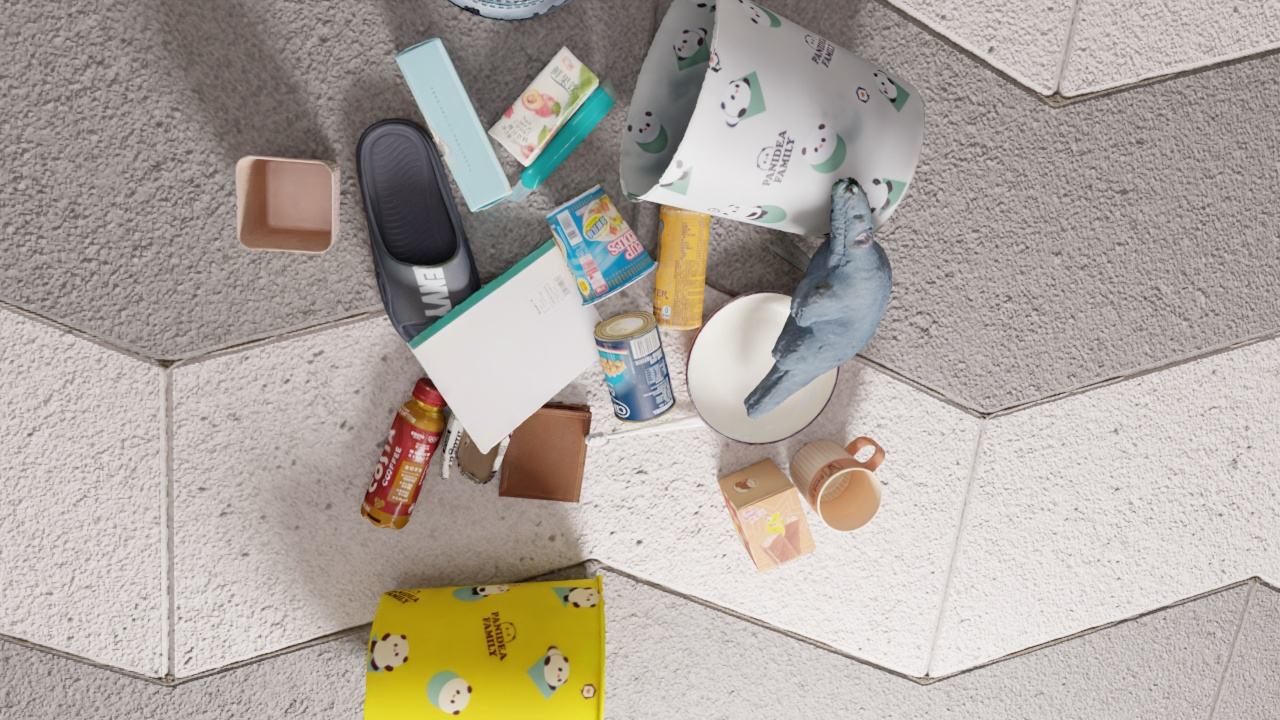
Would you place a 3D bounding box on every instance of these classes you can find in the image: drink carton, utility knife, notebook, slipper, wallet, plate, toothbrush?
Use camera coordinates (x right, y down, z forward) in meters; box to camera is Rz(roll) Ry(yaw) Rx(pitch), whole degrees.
[{"bbox_3d":[-0.103,-0.271,0.986,0.053,0.045,0.122,42,93,-6],"label":"drink carton"},{"bbox_3d":[-0.087,-0.240,1.015,0.029,0.013,0.174,43,94,-15],"label":"utility knife"},{"bbox_3d":[-0.136,-0.019,1.018,0.208,0.012,0.150,-40,112,-25],"label":"notebook"},{"bbox_3d":[-0.241,-0.123,0.984,0.110,0.083,0.268,-14,106,-5],"label":"slipper"},{"bbox_3d":[-0.115,0.110,1.099,0.101,0.032,0.125,6,103,-9],"label":"wallet"},{"bbox_3d":[0.144,0.007,1.113,0.192,0.039,0.192,-3,106,-10],"label":"plate"},{"bbox_3d":[0.020,0.082,1.107,0.180,0.016,0.016,-9,105,-20],"label":"toothbrush"}]

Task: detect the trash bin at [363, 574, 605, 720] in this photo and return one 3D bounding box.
[{"bbox_3d":[-0.174,0.364,1.065,0.255,0.229,0.230,2,105,-6],"label":"trash bin"}]

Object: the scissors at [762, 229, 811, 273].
[{"bbox_3d":[0.224,-0.096,1.102,0.162,0.014,0.165,-10,78,-28],"label":"scissors"}]

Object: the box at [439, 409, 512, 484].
[{"bbox_3d":[-0.193,0.061,1.044,0.086,0.076,0.163,5,109,-50],"label":"box"}]

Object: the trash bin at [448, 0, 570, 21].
[{"bbox_3d":[-0.122,-0.445,0.856,0.226,0.195,0.227,-3,106,-10],"label":"trash bin"}]

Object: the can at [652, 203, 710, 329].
[{"bbox_3d":[0.047,-0.111,1.052,0.058,0.058,0.146,1,105,-11],"label":"can"}]

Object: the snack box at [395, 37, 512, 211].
[{"bbox_3d":[-0.193,-0.245,0.961,0.051,0.074,0.175,-25,108,-4],"label":"snack box"}]

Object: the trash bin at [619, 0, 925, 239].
[{"bbox_3d":[0.137,-0.243,0.954,0.251,0.229,0.230,13,102,-19],"label":"trash bin"}]

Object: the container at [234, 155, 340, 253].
[{"bbox_3d":[-0.352,-0.164,0.935,0.090,0.111,0.090,2,105,-11],"label":"container"}]

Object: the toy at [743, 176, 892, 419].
[{"bbox_3d":[0.201,-0.060,0.976,0.137,0.091,0.357,-19,147,-22],"label":"toy"}]

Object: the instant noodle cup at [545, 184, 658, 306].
[{"bbox_3d":[-0.050,-0.130,1.015,0.099,0.099,0.110,-30,101,-1],"label":"instant noodle cup"}]

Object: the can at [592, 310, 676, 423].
[{"bbox_3d":[-0.006,0.006,1.058,0.075,0.075,0.111,-17,116,-6],"label":"can"}]

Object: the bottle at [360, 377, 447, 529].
[{"bbox_3d":[-0.267,0.106,1.055,0.057,0.057,0.175,20,101,-15],"label":"bottle"}]

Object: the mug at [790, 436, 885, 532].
[{"bbox_3d":[0.250,0.141,1.134,0.081,0.106,0.114,40,95,-18],"label":"mug"}]

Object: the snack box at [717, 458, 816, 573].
[{"bbox_3d":[0.155,0.191,1.138,0.077,0.092,0.094,-22,108,-4],"label":"snack box"}]
